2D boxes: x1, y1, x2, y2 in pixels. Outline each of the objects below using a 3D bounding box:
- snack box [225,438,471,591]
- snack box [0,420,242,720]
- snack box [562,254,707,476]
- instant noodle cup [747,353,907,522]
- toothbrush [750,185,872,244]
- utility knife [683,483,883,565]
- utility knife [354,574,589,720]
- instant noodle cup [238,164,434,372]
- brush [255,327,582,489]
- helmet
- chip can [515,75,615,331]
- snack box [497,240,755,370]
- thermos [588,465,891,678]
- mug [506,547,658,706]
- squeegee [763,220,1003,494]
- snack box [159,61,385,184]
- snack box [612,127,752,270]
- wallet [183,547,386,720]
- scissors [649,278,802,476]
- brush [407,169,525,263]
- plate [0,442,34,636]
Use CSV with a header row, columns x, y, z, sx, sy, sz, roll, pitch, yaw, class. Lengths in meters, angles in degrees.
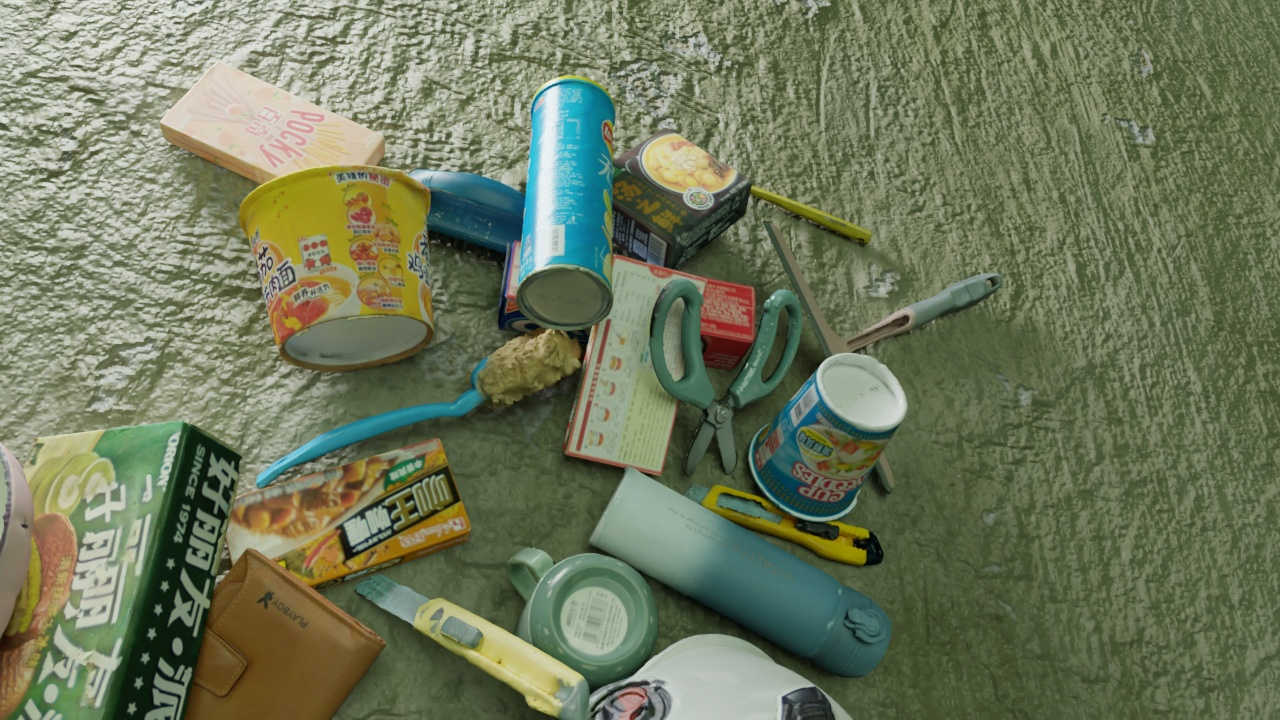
x,y,z,sx,sy,sz,roll,pitch,yaw,class
-0.202,0.111,0.633,0.153,0.026,0.075,-16,68,-22,snack box
-0.319,0.156,0.530,0.114,0.063,0.239,-7,60,14,snack box
-0.004,0.004,0.704,0.077,0.027,0.155,14,88,-10,snack box
0.146,0.054,0.703,0.099,0.110,0.099,9,49,-11,instant noodle cup
0.131,-0.149,0.875,0.190,0.016,0.016,21,63,-4,toothbrush
0.112,0.127,0.716,0.170,0.015,0.033,17,56,-5,utility knife
-0.108,0.171,0.566,0.213,0.022,0.030,10,47,41,utility knife
-0.213,-0.061,0.668,0.138,0.138,0.109,-8,72,-19,instant noodle cup
-0.155,0.033,0.670,0.254,0.083,0.046,-23,103,-18,brush
0.056,0.287,0.486,0.273,0.157,0.230,-46,111,-31,helmet
-0.055,-0.125,0.706,0.071,0.071,0.209,7,53,-12,chip can
-0.012,-0.044,0.754,0.207,0.057,0.058,10,62,-10,snack box
0.072,0.154,0.660,0.220,0.070,0.070,28,58,2,thermos
-0.046,0.166,0.598,0.082,0.107,0.111,-35,75,-28,mug
0.242,-0.037,0.830,0.249,0.040,0.247,-21,85,-30,squeegee
-0.305,-0.186,0.769,0.157,0.026,0.084,24,58,-1,snack box
0.013,-0.143,0.801,0.126,0.053,0.113,37,57,20,snack box
-0.237,0.196,0.556,0.108,0.031,0.131,35,75,5,wallet
0.056,0.000,0.701,0.181,0.019,0.170,38,78,-38,scissors
-0.129,-0.122,0.754,0.144,0.074,0.055,18,67,-7,brush
-0.407,0.132,0.514,0.193,0.039,0.192,-12,59,21,plate
